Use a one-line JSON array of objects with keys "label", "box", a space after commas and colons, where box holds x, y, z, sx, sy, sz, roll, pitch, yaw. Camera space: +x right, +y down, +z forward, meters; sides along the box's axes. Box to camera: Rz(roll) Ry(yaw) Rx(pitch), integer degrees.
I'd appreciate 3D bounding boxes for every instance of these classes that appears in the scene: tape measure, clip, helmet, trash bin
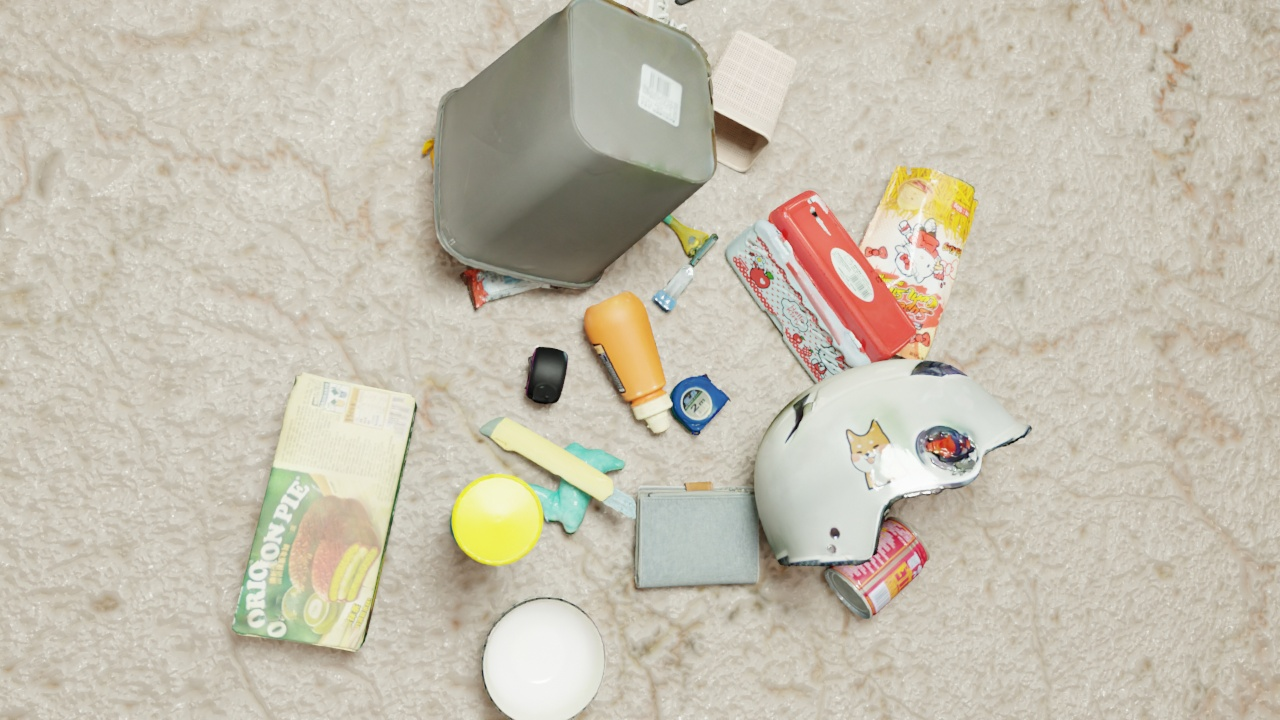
[{"label": "tape measure", "box": [0.058, 0.044, 0.971, 0.054, 0.025, 0.058, 44, 71, 0]}, {"label": "tape measure", "box": [-0.097, 0.015, 0.926, 0.039, 0.057, 0.058, 12, 86, -9]}, {"label": "clip", "box": [0.037, -0.079, 0.993, 0.026, 0.037, 0.058, 39, 77, -1]}, {"label": "helmet", "box": [0.222, 0.084, 0.903, 0.274, 0.230, 0.157, -34, 82, -3]}, {"label": "trash bin", "box": [-0.057, -0.201, 0.856, 0.198, 0.220, 0.198, 10, 69, -36]}]

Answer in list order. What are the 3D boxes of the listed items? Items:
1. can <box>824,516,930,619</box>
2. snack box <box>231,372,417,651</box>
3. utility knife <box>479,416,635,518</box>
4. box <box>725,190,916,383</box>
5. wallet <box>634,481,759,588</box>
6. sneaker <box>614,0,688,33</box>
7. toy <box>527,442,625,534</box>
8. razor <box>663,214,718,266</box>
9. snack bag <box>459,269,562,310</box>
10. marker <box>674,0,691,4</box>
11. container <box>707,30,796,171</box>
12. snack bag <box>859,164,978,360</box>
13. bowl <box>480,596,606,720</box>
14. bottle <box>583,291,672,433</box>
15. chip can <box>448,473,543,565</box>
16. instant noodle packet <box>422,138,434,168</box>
[{"label": "can", "box": [0.248, 0.215, 0.959, 0.093, 0.067, 0.066, -38, 89, -15]}, {"label": "snack box", "box": [-0.290, 0.140, 0.859, 0.114, 0.063, 0.239, 11, 78, -10]}, {"label": "utility knife", "box": [-0.079, 0.103, 0.909, 0.183, 0.019, 0.031, 27, 74, 19]}, {"label": "box", "box": [0.194, -0.074, 0.996, 0.094, 0.100, 0.201, -33, 87, -37]}, {"label": "wallet", "box": [0.058, 0.177, 0.941, 0.129, 0.037, 0.106, 2, 88, -15]}, {"label": "sneaker", "box": [0.004, -0.370, 0.996, 0.091, 0.089, 0.242, 14, 81, 6]}, {"label": "toy", "box": [-0.073, 0.126, 0.926, 0.096, 0.030, 0.091, 19, 74, -2]}, {"label": "razor", "box": [0.023, -0.160, 0.997, 0.132, 0.028, 0.043, 40, 102, -6]}, {"label": "snack bag", "box": [-0.132, -0.085, 0.952, 0.105, 0.026, 0.045, -16, 75, -15]}, {"label": "marker", "box": [0.093, -0.443, 1.071, 0.124, 0.015, 0.018, -28, 86, -12]}, {"label": "container", "box": [0.109, -0.287, 1.008, 0.090, 0.090, 0.110, 26, 73, -7]}, {"label": "snack bag", "box": [0.302, -0.109, 1.038, 0.128, 0.073, 0.207, 24, 83, -8]}, {"label": "bowl", "box": [-0.095, 0.282, 0.874, 0.116, 0.066, 0.116, 2, 81, -12]}, {"label": "bottle", "box": [-0.006, 0.006, 0.948, 0.066, 0.067, 0.149, -24, 93, -15]}, {"label": "chip can", "box": [-0.133, 0.143, 0.815, 0.071, 0.210, 0.071, 2, 79, -12]}, {"label": "instant noodle packet", "box": [-0.162, -0.179, 0.954, 0.110, 0.044, 0.128, -12, 83, -10]}]
